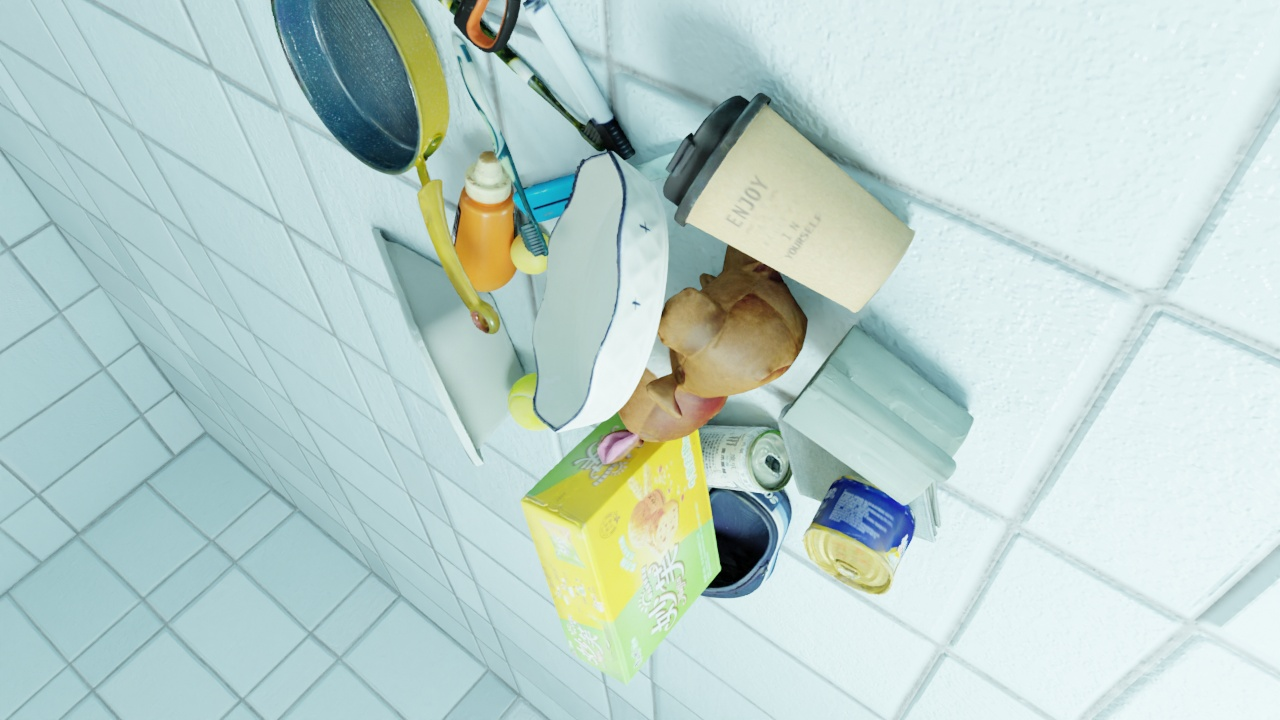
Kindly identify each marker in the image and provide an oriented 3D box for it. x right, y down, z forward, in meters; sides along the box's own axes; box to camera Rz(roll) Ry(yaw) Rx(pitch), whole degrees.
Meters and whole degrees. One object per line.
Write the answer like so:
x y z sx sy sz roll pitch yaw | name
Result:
-0.043 -0.199 0.656 0.018 0.022 0.131 -19 117 31 | marker

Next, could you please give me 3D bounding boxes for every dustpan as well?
-0.241 0.001 1.059 0.258 0.142 0.223 22 144 34 | dustpan

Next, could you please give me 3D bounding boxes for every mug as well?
0.160 0.039 0.619 0.103 0.084 0.124 38 -172 7 | mug

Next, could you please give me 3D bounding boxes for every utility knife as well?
-0.034 -0.139 0.728 0.224 0.018 0.034 -3 128 52 | utility knife

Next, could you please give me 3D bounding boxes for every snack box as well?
-0.008 0.156 0.811 0.070 0.157 0.210 18 135 35 | snack box

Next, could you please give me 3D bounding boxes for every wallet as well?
0.176 0.096 0.748 0.130 0.036 0.107 19 142 39 | wallet

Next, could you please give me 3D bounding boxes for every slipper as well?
0.085 0.200 0.950 0.105 0.095 0.253 40 148 14 | slipper

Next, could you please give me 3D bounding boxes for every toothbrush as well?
-0.093 -0.226 0.694 0.186 0.012 0.017 43 146 2 | toothbrush
-0.115 -0.170 0.729 0.191 0.018 0.016 67 156 1 | toothbrush

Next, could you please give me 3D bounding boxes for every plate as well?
-0.032 -0.047 0.666 0.045 0.204 0.205 11 159 -19 | plate

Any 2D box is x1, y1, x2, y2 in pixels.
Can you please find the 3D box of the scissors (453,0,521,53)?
-0.090 -0.291 0.587 0.221 0.021 0.233 39 144 16 | scissors

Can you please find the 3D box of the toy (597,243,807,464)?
0.031 -0.004 0.692 0.130 0.139 0.200 43 145 6 | toy

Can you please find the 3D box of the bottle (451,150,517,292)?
-0.141 -0.130 0.840 0.067 0.066 0.150 36 144 16 | bottle

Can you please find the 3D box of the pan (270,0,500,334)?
-0.208 -0.185 0.791 0.357 0.078 0.198 54 149 -5 | pan

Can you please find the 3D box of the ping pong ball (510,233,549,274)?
-0.099 -0.099 0.841 0.040 0.040 0.040 32 150 21 | ping pong ball

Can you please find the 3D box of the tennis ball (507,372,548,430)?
-0.116 0.046 1.032 0.065 0.065 0.066 32 150 21 | tennis ball

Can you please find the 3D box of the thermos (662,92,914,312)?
0.090 -0.094 0.559 0.143 0.092 0.093 36 152 2 | thermos

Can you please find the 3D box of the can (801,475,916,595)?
0.170 0.138 0.714 0.075 0.049 0.148 25 162 21 | can

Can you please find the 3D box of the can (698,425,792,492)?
0.072 0.089 0.851 0.147 0.058 0.058 -3 127 54 | can
